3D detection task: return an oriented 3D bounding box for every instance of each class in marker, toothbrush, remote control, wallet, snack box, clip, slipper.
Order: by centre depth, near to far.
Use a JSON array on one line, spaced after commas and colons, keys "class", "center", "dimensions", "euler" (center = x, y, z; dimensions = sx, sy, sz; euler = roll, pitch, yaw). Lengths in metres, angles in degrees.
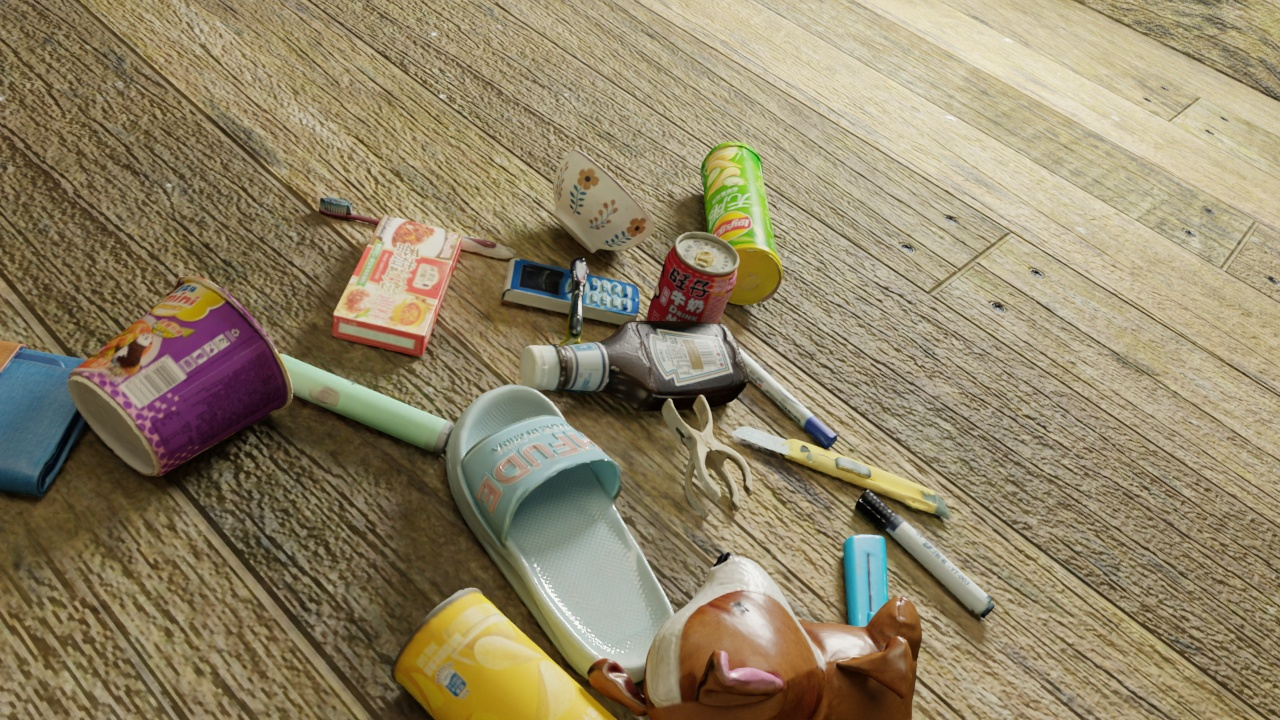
[{"class": "wallet", "center": [-0.433, 0.031, 0.590], "dimensions": [0.133, 0.040, 0.106], "euler": [12, 45, -10]}, {"class": "slipper", "center": [-0.054, 0.105, 0.626], "dimensions": [0.103, 0.074, 0.245], "euler": [-14, 52, -32]}, {"class": "toothbrush", "center": [-0.245, 0.017, 0.684], "dimensions": [0.224, 0.026, 0.027], "euler": [22, 11, 3]}, {"class": "marker", "center": [0.223, 0.152, 0.726], "dimensions": [0.022, 0.018, 0.130], "euler": [-28, 58, -31]}, {"class": "clip", "center": [0.062, 0.074, 0.729], "dimensions": [0.080, 0.035, 0.104], "euler": [6, 48, -18]}, {"class": "snack box", "center": [-0.207, -0.068, 0.795], "dimensions": [0.075, 0.026, 0.152], "euler": [13, 41, -7]}, {"class": "marker", "center": [0.119, 0.026, 0.826], "dimensions": [0.016, 0.017, 0.146], "euler": [-23, 56, -38]}, {"class": "remote control", "center": [-0.063, -0.061, 0.845], "dimensions": [0.125, 0.024, 0.049], "euler": [13, 41, -10]}, {"class": "toothbrush", "center": [-0.208, -0.125, 0.864], "dimensions": [0.187, 0.017, 0.016], "euler": [13, 42, -6]}]

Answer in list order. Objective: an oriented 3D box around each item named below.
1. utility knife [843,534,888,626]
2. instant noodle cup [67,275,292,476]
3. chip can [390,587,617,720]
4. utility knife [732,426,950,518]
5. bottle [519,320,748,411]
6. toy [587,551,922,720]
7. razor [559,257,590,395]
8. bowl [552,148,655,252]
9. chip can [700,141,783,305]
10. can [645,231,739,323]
[{"class": "utility knife", "center": [0.162, 0.206, 0.644], "dimensions": [0.034, 0.018, 0.206], "euler": [16, 42, -5]}, {"class": "instant noodle cup", "center": [-0.308, 0.016, 0.609], "dimensions": [0.111, 0.112, 0.099], "euler": [33, 52, 15]}, {"class": "chip can", "center": [-0.040, 0.220, 0.506], "dimensions": [0.213, 0.072, 0.071], "euler": [37, 44, 20]}, {"class": "utility knife", "center": [0.170, 0.093, 0.778], "dimensions": [0.195, 0.020, 0.030], "euler": [16, 34, 3]}, {"class": "bottle", "center": [-0.005, 0.004, 0.763], "dimensions": [0.194, 0.044, 0.079], "euler": [-1, 57, -30]}, {"class": "toy", "center": [0.077, 0.176, 0.539], "dimensions": [0.199, 0.141, 0.130], "euler": [7, 61, -36]}, {"class": "razor", "center": [-0.057, -0.036, 0.798], "dimensions": [0.042, 0.022, 0.142], "euler": [12, 55, -13]}, {"class": "bowl", "center": [-0.046, -0.146, 0.902], "dimensions": [0.113, 0.113, 0.062], "euler": [41, 87, 23]}, {"class": "chip can", "center": [0.104, -0.152, 0.975], "dimensions": [0.072, 0.073, 0.220], "euler": [11, 41, -9]}, {"class": "can", "center": [0.047, -0.062, 0.835], "dimensions": [0.066, 0.094, 0.066], "euler": [11, 41, -10]}]
